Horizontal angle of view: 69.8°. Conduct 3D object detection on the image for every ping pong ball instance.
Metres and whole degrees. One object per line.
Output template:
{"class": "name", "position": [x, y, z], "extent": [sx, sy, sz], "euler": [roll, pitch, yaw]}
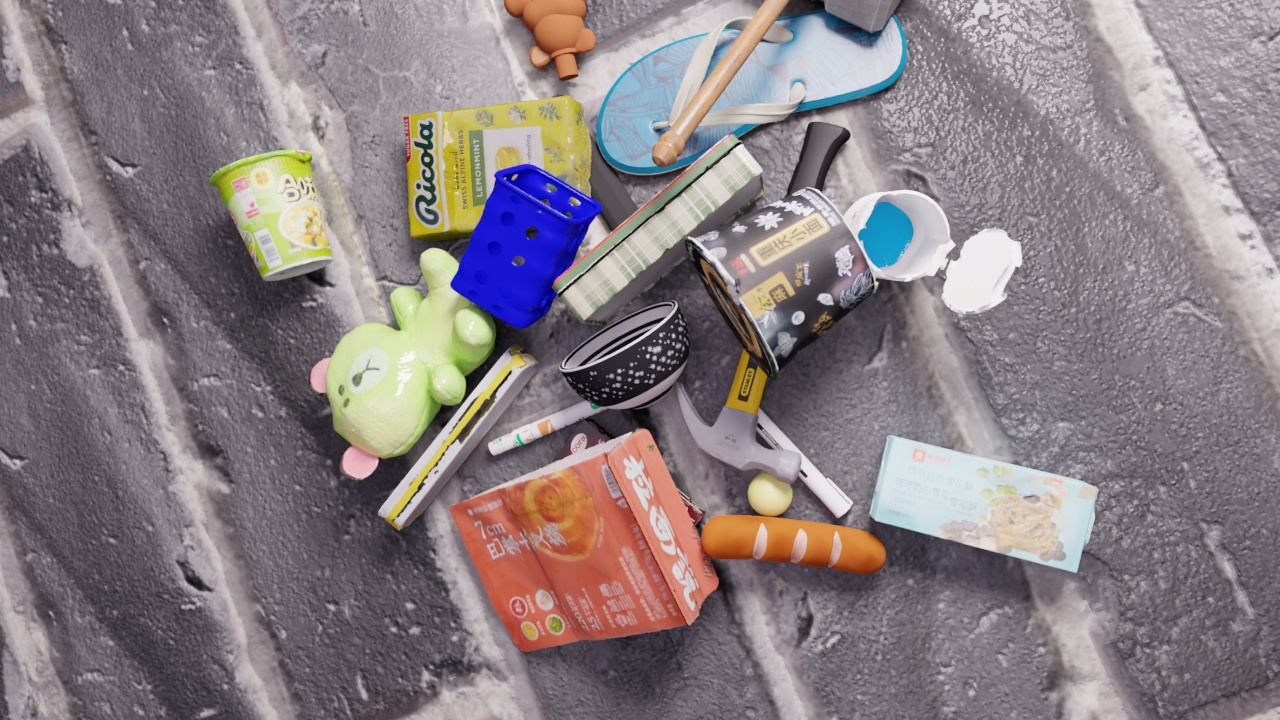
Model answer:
{"class": "ping pong ball", "position": [0.117, 0.121, 0.831], "extent": [0.040, 0.040, 0.040], "euler": [0, 89, 11]}

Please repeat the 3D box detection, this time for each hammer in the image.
{"class": "hammer", "position": [0.122, -0.061, 0.831], "extent": [0.127, 0.029, 0.323], "euler": [16, 87, 19]}
{"class": "hammer", "position": [0.098, -0.277, 0.761], "extent": [0.163, 0.083, 0.317], "euler": [30, 71, 12]}

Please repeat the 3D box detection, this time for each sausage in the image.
{"class": "sausage", "position": [0.135, 0.162, 0.813], "extent": [0.164, 0.044, 0.039], "euler": [7, 113, -4]}

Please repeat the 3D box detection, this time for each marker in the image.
{"class": "marker", "position": [-0.079, 0.058, 0.882], "extent": [0.145, 0.017, 0.017], "euler": [-23, 85, 9]}
{"class": "marker", "position": [0.142, 0.088, 0.838], "extent": [0.133, 0.017, 0.020], "euler": [47, 113, 8]}

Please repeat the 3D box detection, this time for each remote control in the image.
{"class": "remote control", "position": [-0.050, -0.189, 0.882], "extent": [0.033, 0.015, 0.147], "euler": [-33, 83, 9]}

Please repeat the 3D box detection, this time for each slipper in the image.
{"class": "slipper", "position": [0.094, -0.259, 0.835], "extent": [0.295, 0.060, 0.118], "euler": [-15, 82, 9]}

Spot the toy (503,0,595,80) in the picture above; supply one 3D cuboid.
{"class": "toy", "position": [-0.079, -0.333, 0.876], "extent": [0.095, 0.065, 0.128], "euler": [-12, 95, 18]}

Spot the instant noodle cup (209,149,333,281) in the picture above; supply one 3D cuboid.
{"class": "instant noodle cup", "position": [-0.356, -0.139, 0.906], "extent": [0.099, 0.098, 0.108], "euler": [-18, 93, 10]}

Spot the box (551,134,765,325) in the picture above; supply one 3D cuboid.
{"class": "box", "position": [0.019, -0.112, 0.817], "extent": [0.206, 0.117, 0.051], "euler": [-41, 84, 9]}

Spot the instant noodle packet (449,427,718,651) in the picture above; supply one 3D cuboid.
{"class": "instant noodle packet", "position": [-0.065, 0.177, 0.831], "extent": [0.221, 0.083, 0.164], "euler": [-24, 94, 28]}

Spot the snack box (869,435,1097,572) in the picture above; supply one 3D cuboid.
{"class": "snack box", "position": [0.291, 0.121, 0.792], "extent": [0.175, 0.053, 0.075], "euler": [14, 91, 10]}

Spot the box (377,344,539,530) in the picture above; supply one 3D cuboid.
{"class": "box", "position": [-0.175, 0.072, 0.878], "extent": [0.037, 0.064, 0.210], "euler": [40, 96, 2]}

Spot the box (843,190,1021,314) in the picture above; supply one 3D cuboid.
{"class": "box", "position": [0.234, -0.093, 0.760], "extent": [0.126, 0.155, 0.084], "euler": [34, 99, -1]}

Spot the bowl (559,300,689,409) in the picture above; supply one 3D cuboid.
{"class": "bowl", "position": [-0.005, 0.005, 0.824], "extent": [0.120, 0.120, 0.066], "euler": [-27, 104, 9]}

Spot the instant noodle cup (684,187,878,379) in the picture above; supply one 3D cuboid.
{"class": "instant noodle cup", "position": [0.118, -0.071, 0.756], "extent": [0.112, 0.137, 0.137], "euler": [-33, 83, 0]}

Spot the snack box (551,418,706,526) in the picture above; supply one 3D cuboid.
{"class": "snack box", "position": [-0.011, 0.119, 0.860], "extent": [0.141, 0.031, 0.051], "euler": [39, 96, 9]}

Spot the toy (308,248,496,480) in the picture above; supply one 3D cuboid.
{"class": "toy", "position": [-0.217, 0.003, 0.870], "extent": [0.197, 0.107, 0.150], "euler": [-43, 62, 16]}

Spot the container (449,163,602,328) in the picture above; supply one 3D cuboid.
{"class": "container", "position": [-0.102, -0.101, 0.813], "extent": [0.084, 0.085, 0.114], "euler": [31, 114, 5]}

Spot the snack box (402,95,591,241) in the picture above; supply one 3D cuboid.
{"class": "snack box", "position": [-0.137, -0.182, 0.875], "extent": [0.181, 0.045, 0.121], "euler": [-2, 91, 17]}
